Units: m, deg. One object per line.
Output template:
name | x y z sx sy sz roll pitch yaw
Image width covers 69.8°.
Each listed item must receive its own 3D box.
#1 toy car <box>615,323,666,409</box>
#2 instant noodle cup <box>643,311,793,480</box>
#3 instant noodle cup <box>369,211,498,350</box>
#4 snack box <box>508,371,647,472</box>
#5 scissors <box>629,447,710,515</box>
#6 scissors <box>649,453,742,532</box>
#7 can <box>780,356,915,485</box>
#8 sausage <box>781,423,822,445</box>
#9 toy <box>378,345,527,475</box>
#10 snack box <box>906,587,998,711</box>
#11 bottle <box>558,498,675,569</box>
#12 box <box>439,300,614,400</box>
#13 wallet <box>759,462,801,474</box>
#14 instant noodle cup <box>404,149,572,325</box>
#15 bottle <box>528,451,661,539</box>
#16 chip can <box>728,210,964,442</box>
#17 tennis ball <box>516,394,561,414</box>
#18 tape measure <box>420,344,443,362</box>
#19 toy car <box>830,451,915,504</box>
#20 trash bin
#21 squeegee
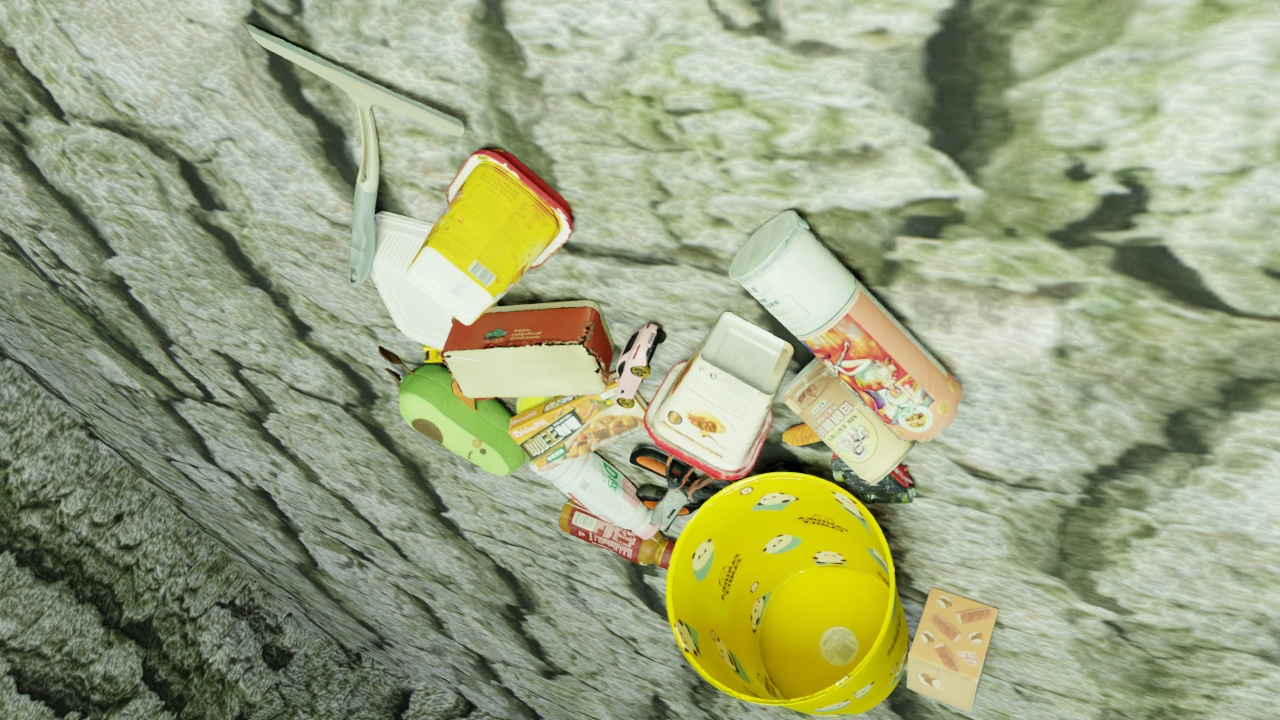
toy car | -0.006 0.006 0.950 0.037 0.056 0.123 26 148 2
instant noodle cup | 0.080 0.030 0.872 0.116 0.116 0.124 28 136 4
instant noodle cup | -0.234 -0.075 1.027 0.138 0.060 0.174 17 147 22
snack box | -0.068 0.071 1.055 0.154 0.026 0.075 -24 124 18
scissors | 0.079 0.169 1.143 0.221 0.021 0.225 36 147 -17
scissors | 0.062 0.164 1.109 0.195 0.015 0.206 -1 137 29
can | 0.185 0.052 0.825 0.116 0.058 0.059 46 150 8
sausage | 0.195 0.063 0.893 0.021 0.021 0.166 42 147 -18
toy | -0.247 0.070 1.212 0.247 0.089 0.227 33 155 3
snack box | 0.360 0.335 1.064 0.077 0.094 0.093 15 145 25
bottle | -0.029 0.247 1.302 0.175 0.057 0.058 20 147 18
box | -0.119 -0.002 0.966 0.168 0.079 0.091 -3 138 15
wallet | 0.167 0.162 1.048 0.097 0.019 0.121 30 143 -11
instant noodle cup | -0.143 -0.108 0.842 0.116 0.123 0.116 39 148 -13
bottle | -0.055 0.168 1.210 0.197 0.068 0.068 40 147 -19
chip can | 0.171 -0.024 0.748 0.214 0.071 0.071 41 147 -17
tennis ball | -0.116 0.055 1.101 0.065 0.065 0.066 22 147 15
tape measure | -0.235 -0.018 1.105 0.057 0.060 0.029 -3 121 -11
toy car | 0.231 0.109 0.902 0.053 0.045 0.120 -5 149 36
trash bin | 0.178 0.274 0.994 0.230 0.229 0.255 10 157 30
squeegee | -0.275 -0.178 0.912 0.246 0.039 0.247 27 132 15
